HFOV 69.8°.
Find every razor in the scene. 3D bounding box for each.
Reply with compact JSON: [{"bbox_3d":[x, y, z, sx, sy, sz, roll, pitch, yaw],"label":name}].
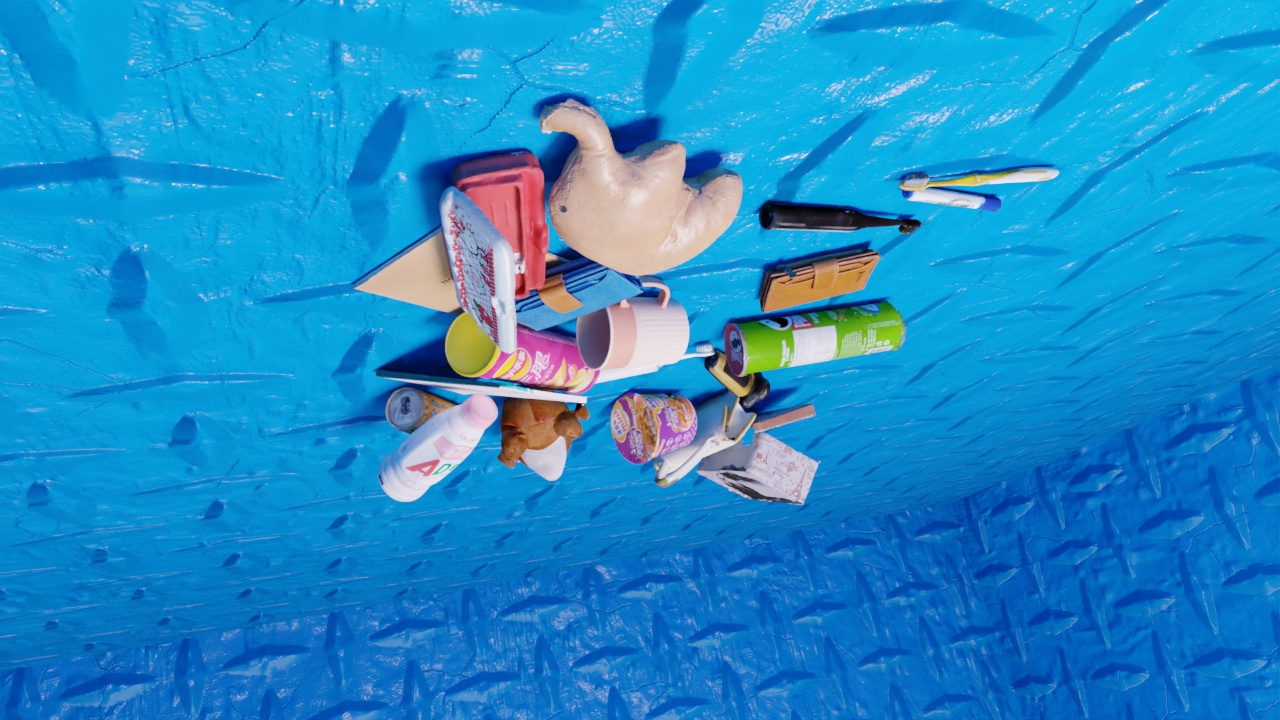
[{"bbox_3d":[0.141,0.023,1.348,0.068,0.062,0.167,13,169,32],"label":"razor"}]

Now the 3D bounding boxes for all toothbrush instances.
[{"bbox_3d":[0.354,-0.191,0.951,0.191,0.016,0.018,-7,151,-15],"label":"toothbrush"},{"bbox_3d":[-0.007,0.007,1.243,0.221,0.026,0.026,-11,-161,-4],"label":"toothbrush"},{"bbox_3d":[0.216,-0.147,0.967,0.212,0.026,0.027,-2,145,-30],"label":"toothbrush"}]

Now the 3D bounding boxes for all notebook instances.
[{"bbox_3d":[-0.160,-0.082,0.928,0.148,0.008,0.207,-25,157,30],"label":"notebook"},{"bbox_3d":[-0.190,0.033,1.091,0.209,0.012,0.150,4,173,36],"label":"notebook"}]

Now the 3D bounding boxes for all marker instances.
[{"bbox_3d":[0.334,-0.174,0.983,0.145,0.017,0.017,0,157,-33],"label":"marker"}]

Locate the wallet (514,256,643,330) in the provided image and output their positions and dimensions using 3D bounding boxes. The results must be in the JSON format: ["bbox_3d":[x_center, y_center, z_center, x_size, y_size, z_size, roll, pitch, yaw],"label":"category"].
[{"bbox_3d":[-0.072,-0.069,0.955,0.133,0.040,0.106,-20,164,16],"label":"wallet"}]

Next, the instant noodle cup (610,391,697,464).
[{"bbox_3d":[0.026,0.098,1.408,0.099,0.111,0.112,-6,160,-40],"label":"instant noodle cup"}]

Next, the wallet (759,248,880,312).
[{"bbox_3d":[0.211,-0.100,1.091,0.130,0.035,0.119,-13,166,-2],"label":"wallet"}]

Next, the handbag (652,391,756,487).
[{"bbox_3d":[0.086,0.130,1.467,0.164,0.063,0.178,-30,-167,37],"label":"handbag"}]

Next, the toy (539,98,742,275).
[{"bbox_3d":[-0.014,-0.138,0.774,0.144,0.082,0.225,-42,147,25],"label":"toy"}]

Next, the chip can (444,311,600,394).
[{"bbox_3d":[-0.127,-0.005,1.045,0.072,0.071,0.210,-22,163,24],"label":"chip can"}]

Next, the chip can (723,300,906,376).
[{"bbox_3d":[0.233,-0.030,1.228,0.235,0.072,0.072,-9,160,-14],"label":"chip can"}]

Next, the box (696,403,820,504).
[{"bbox_3d":[0.204,0.137,1.570,0.150,0.168,0.182,31,162,-21],"label":"box"}]

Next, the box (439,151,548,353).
[{"bbox_3d":[-0.122,-0.080,0.801,0.095,0.099,0.202,-12,158,-11],"label":"box"}]

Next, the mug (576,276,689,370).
[{"bbox_3d":[-0.004,-0.045,1.043,0.105,0.081,0.115,-3,129,-32],"label":"mug"}]

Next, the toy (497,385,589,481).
[{"bbox_3d":[-0.141,0.110,1.317,0.140,0.130,0.200,-16,171,-10],"label":"toy"}]

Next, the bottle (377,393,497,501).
[{"bbox_3d":[-0.249,0.106,1.135,0.068,0.068,0.197,8,143,-46],"label":"bottle"}]

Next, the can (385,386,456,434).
[{"bbox_3d":[-0.274,0.078,1.217,0.058,0.058,0.146,-18,160,14],"label":"can"}]
